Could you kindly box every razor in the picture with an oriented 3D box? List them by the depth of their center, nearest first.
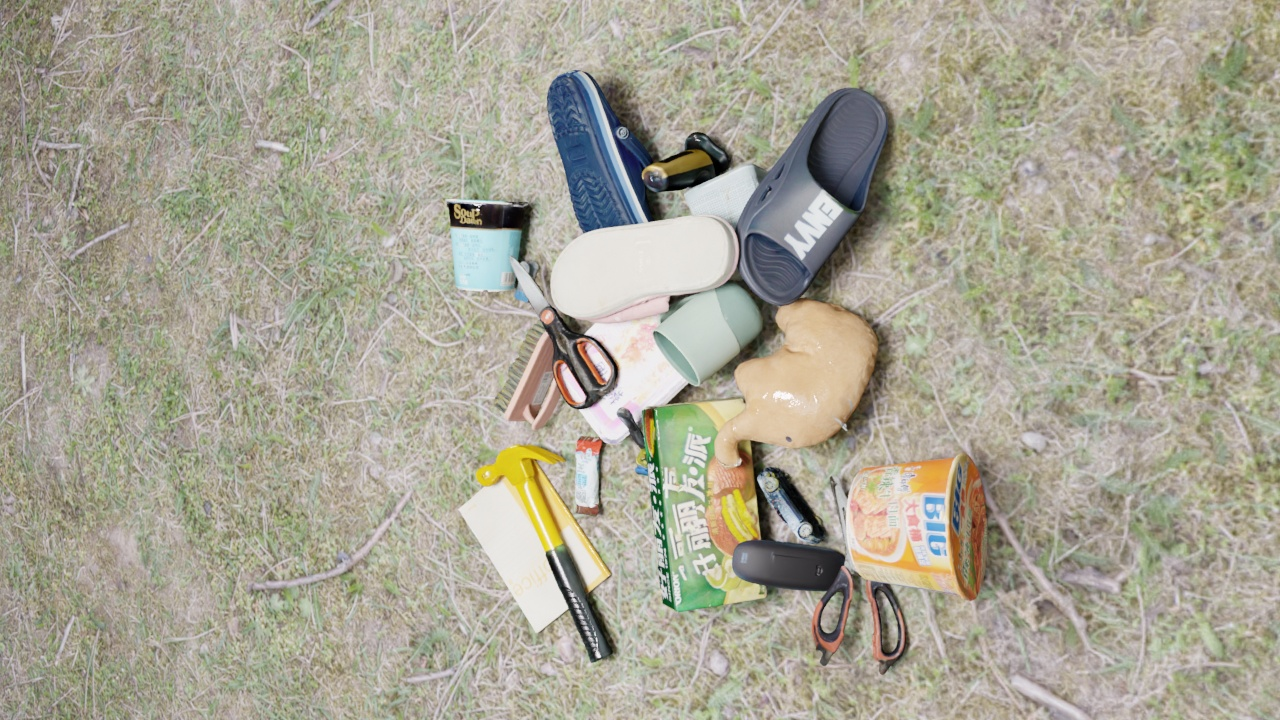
[{"bbox_3d":[0.048,-0.226,1.067,0.062,0.167,0.067,-2,107,28],"label":"razor"},{"bbox_3d":[-0.002,0.099,1.123,0.043,0.143,0.022,6,53,26],"label":"razor"}]

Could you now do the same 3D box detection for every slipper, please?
[{"bbox_3d":[0.194,-0.188,0.995,0.110,0.083,0.268,31,82,-9],"label":"slipper"},{"bbox_3d":[0.003,-0.108,1.073,0.275,0.054,0.114,-10,83,39],"label":"slipper"},{"bbox_3d":[-0.038,-0.240,1.152,0.105,0.095,0.253,-7,108,58],"label":"slipper"}]

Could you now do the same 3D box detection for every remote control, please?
[{"bbox_3d":[0.173,0.235,1.049,0.136,0.024,0.053,8,85,-6],"label":"remote control"}]

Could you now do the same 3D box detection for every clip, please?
[{"bbox_3d":[-0.155,-0.108,1.249,0.024,0.028,0.057,21,108,26],"label":"clip"}]

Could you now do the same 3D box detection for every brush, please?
[{"bbox_3d":[-0.130,0.016,1.210,0.073,0.063,0.146,31,101,26],"label":"brush"}]

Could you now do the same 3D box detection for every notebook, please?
[{"bbox_3d":[-0.147,0.245,1.245,0.146,0.010,0.206,-41,73,20],"label":"notebook"}]

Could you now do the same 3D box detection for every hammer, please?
[{"bbox_3d":[-0.111,0.248,1.201,0.129,0.032,0.300,-31,78,29],"label":"hammer"}]

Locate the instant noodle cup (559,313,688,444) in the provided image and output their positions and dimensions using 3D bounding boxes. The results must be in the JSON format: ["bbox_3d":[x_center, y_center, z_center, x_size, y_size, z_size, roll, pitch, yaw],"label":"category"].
[{"bbox_3d":[-0.007,0.007,1.152,0.174,0.060,0.138,-44,72,20],"label":"instant noodle cup"}]

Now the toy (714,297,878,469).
[{"bbox_3d":[0.172,0.036,1.027,0.143,0.082,0.226,31,82,36],"label":"toy"}]

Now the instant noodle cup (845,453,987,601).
[{"bbox_3d":[0.291,0.173,0.968,0.112,0.151,0.151,-4,88,34],"label":"instant noodle cup"}]

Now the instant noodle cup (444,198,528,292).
[{"bbox_3d":[-0.208,-0.154,1.230,0.111,0.111,0.120,8,101,25],"label":"instant noodle cup"}]

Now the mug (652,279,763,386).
[{"bbox_3d":[0.072,-0.041,1.057,0.106,0.082,0.112,-40,43,-11],"label":"mug"}]

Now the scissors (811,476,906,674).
[{"bbox_3d":[0.239,0.243,1.036,0.197,0.015,0.214,42,81,2],"label":"scissors"}]

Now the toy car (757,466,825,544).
[{"bbox_3d":[0.175,0.171,1.070,0.031,0.048,0.105,-43,72,23],"label":"toy car"}]

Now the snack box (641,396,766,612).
[{"bbox_3d":[0.074,0.167,1.081,0.114,0.063,0.240,-5,87,-15],"label":"snack box"}]

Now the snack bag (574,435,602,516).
[{"bbox_3d":[-0.068,0.150,1.198,0.048,0.026,0.104,0,91,45],"label":"snack bag"}]

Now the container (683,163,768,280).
[{"bbox_3d":[0.119,-0.157,1.078,0.090,0.090,0.111,-20,84,24],"label":"container"}]

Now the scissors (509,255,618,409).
[{"bbox_3d":[-0.121,-0.035,1.162,0.235,0.021,0.125,38,105,22],"label":"scissors"}]
